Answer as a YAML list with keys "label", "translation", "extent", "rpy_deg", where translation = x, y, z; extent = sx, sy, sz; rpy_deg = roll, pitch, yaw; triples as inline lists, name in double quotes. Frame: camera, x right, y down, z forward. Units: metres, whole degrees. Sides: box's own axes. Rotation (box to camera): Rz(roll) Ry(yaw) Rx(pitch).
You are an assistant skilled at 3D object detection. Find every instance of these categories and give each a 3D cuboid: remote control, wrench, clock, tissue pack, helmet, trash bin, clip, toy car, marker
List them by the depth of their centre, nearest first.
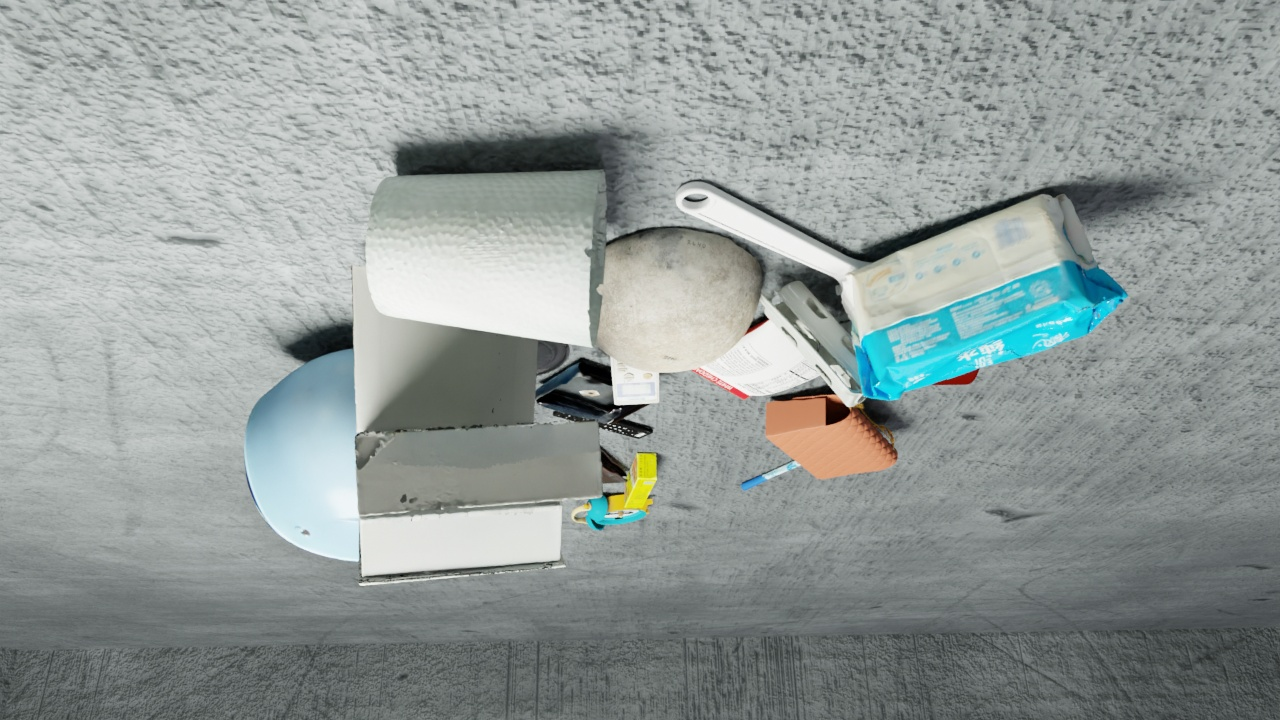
- label: "trash bin"
  translation: [-0.111, -0.081, 0.691]
  extent: [0.161, 0.133, 0.133]
  rpy_deg: [4, 155, 2]
- label: "tissue pack"
  translation: [0.270, -0.051, 0.752]
  extent: [0.210, 0.116, 0.066]
  rpy_deg: [-24, 147, 25]
- label: "wrench"
  translation: [0.139, -0.097, 0.790]
  extent: [0.273, 0.018, 0.066]
  rpy_deg: [18, 148, -34]
- label: "clip"
  translation: [0.177, -0.015, 0.854]
  extent: [0.075, 0.124, 0.144]
  rpy_deg: [-44, 158, 21]
- label: "clock"
  translation: [-0.126, -0.015, 0.905]
  extent: [0.104, 0.056, 0.148]
  rpy_deg: [3, 152, -17]
- label: "helmet"
  translation: [-0.255, 0.094, 0.947]
  extent: [0.167, 0.225, 0.265]
  rpy_deg: [-30, 142, 35]
- label: "remote control"
  translation: [-0.006, 0.006, 0.975]
  extent: [0.050, 0.011, 0.136]
  rpy_deg: [-3, 143, 0]
- label: "remote control"
  translation: [-0.046, 0.079, 1.166]
  extent: [0.140, 0.009, 0.030]
  rpy_deg: [19, 149, -36]
- label: "toy car"
  translation: [-0.159, 0.132, 1.233]
  extent: [0.120, 0.043, 0.056]
  rpy_deg: [24, 148, -15]
- label: "marker"
  translation: [0.197, 0.170, 1.368]
  extent: [0.013, 0.013, 0.142]
  rpy_deg: [13, 151, -28]
- label: "clock"
  translation: [-0.047, 0.243, 1.485]
  extent: [0.129, 0.043, 0.099]
  rpy_deg: [-6, 156, -7]

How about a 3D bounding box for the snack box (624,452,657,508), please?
- label: "snack box"
  translation: [-0.001, 0.177, 1.344]
  extent: [0.029, 0.040, 0.148]
  rpy_deg: [3, 155, -8]

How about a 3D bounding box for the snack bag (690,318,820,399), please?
- label: "snack bag"
  translation: [0.130, -0.001, 0.965]
  extent: [0.144, 0.039, 0.130]
  rpy_deg: [-24, 143, 34]

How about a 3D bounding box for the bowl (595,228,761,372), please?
- label: "bowl"
  translation: [0.026, -0.036, 0.831]
  extent: [0.178, 0.081, 0.179]
  rpy_deg: [-3, 153, -2]

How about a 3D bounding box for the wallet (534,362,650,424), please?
- label: "wallet"
  translation: [-0.052, 0.037, 1.055]
  extent: [0.115, 0.026, 0.089]
  rpy_deg: [20, 146, -37]

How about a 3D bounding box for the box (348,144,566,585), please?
- label: "box"
  translation: [-0.167, -0.005, 0.807]
  extent: [0.167, 0.379, 0.172]
  rpy_deg: [-2, 170, -17]

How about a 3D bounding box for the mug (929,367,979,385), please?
- label: "mug"
  translation: [0.283, -0.013, 0.924]
  extent: [0.082, 0.073, 0.105]
  rpy_deg: [-1, -176, -1]

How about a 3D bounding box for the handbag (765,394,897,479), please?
- label: "handbag"
  translation: [0.241, 0.089, 1.138]
  extent: [0.109, 0.060, 0.172]
  rpy_deg: [-10, 151, 30]

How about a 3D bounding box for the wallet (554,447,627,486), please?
- label: "wallet"
  translation: [-0.083, 0.157, 1.311]
  extent: [0.099, 0.031, 0.120]
  rpy_deg: [-6, 156, 19]
